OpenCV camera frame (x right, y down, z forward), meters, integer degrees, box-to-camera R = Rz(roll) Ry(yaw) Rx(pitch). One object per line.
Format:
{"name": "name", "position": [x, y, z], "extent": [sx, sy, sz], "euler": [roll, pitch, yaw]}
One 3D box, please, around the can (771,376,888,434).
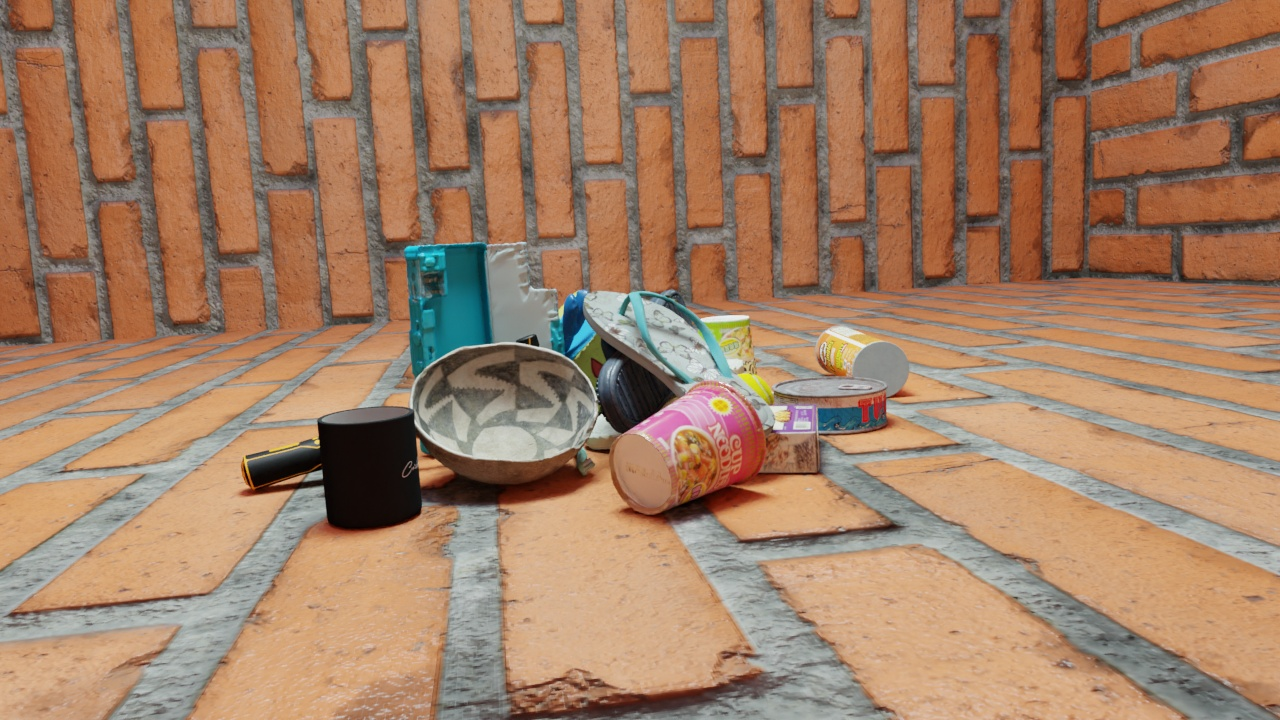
{"name": "can", "position": [0.217, 0.050, 1.055], "extent": [0.130, 0.044, 0.130], "euler": [-3, 8, 0]}

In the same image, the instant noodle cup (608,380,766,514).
{"name": "instant noodle cup", "position": [0.035, 0.077, 0.772], "extent": [0.098, 0.098, 0.108], "euler": [4, 18, 43]}

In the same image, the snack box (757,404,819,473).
{"name": "snack box", "position": [0.104, 0.076, 0.919], "extent": [0.148, 0.040, 0.143], "euler": [-2, 8, 12]}

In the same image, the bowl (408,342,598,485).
{"name": "bowl", "position": [-0.132, 0.064, 0.885], "extent": [0.178, 0.081, 0.178], "euler": [7, 36, -5]}

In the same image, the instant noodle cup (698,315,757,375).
{"name": "instant noodle cup", "position": [0.119, -0.006, 1.284], "extent": [0.099, 0.108, 0.099], "euler": [-4, 7, 0]}

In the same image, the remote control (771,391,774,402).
{"name": "remote control", "position": [0.134, 0.058, 1.138], "extent": [0.038, 0.018, 0.125], "euler": [0, 10, 23]}

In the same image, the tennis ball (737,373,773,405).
{"name": "tennis ball", "position": [0.118, 0.047, 1.035], "extent": [0.065, 0.065, 0.065], "euler": [-3, 8, 0]}

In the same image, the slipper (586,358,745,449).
{"name": "slipper", "position": [0.034, 0.054, 1.074], "extent": [0.115, 0.054, 0.271], "euler": [1, 17, 37]}

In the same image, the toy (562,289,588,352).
{"name": "toy", "position": [-0.128, -0.030, 1.133], "extent": [0.177, 0.071, 0.112], "euler": [-21, 0, 28]}

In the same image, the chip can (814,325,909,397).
{"name": "chip can", "position": [0.307, -0.002, 1.294], "extent": [0.075, 0.075, 0.215], "euler": [-3, 8, -2]}

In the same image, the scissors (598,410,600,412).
{"name": "scissors", "position": [-0.007, 0.034, 1.176], "extent": [0.139, 0.011, 0.134], "euler": [-35, -6, -31]}

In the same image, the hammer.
{"name": "hammer", "position": [-0.235, 0.072, 0.931], "extent": [0.320, 0.123, 0.036], "euler": [-16, 8, -18]}

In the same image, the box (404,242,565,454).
{"name": "box", "position": [-0.168, -0.016, 1.008], "extent": [0.169, 0.227, 0.086], "euler": [-4, 8, -9]}

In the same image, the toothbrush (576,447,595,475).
{"name": "toothbrush", "position": [-0.062, 0.094, 0.934], "extent": [0.017, 0.022, 0.135], "euler": [-36, 12, -3]}

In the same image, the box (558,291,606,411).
{"name": "box", "position": [-0.076, -0.009, 1.206], "extent": [0.124, 0.083, 0.221], "euler": [-47, 21, -2]}

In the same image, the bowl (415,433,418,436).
{"name": "bowl", "position": [-0.203, 0.048, 1.138], "extent": [0.162, 0.070, 0.162], "euler": [-3, 8, 0]}

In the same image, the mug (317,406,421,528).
{"name": "mug", "position": [-0.226, 0.086, 0.792], "extent": [0.078, 0.088, 0.113], "euler": [-2, 8, 6]}

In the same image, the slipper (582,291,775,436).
{"name": "slipper", "position": [0.041, -0.016, 0.905], "extent": [0.098, 0.055, 0.269], "euler": [-10, 38, -37]}

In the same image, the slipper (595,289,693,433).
{"name": "slipper", "position": [-0.006, 0.006, 1.017], "extent": [0.083, 0.101, 0.262], "euler": [-16, 18, 27]}
